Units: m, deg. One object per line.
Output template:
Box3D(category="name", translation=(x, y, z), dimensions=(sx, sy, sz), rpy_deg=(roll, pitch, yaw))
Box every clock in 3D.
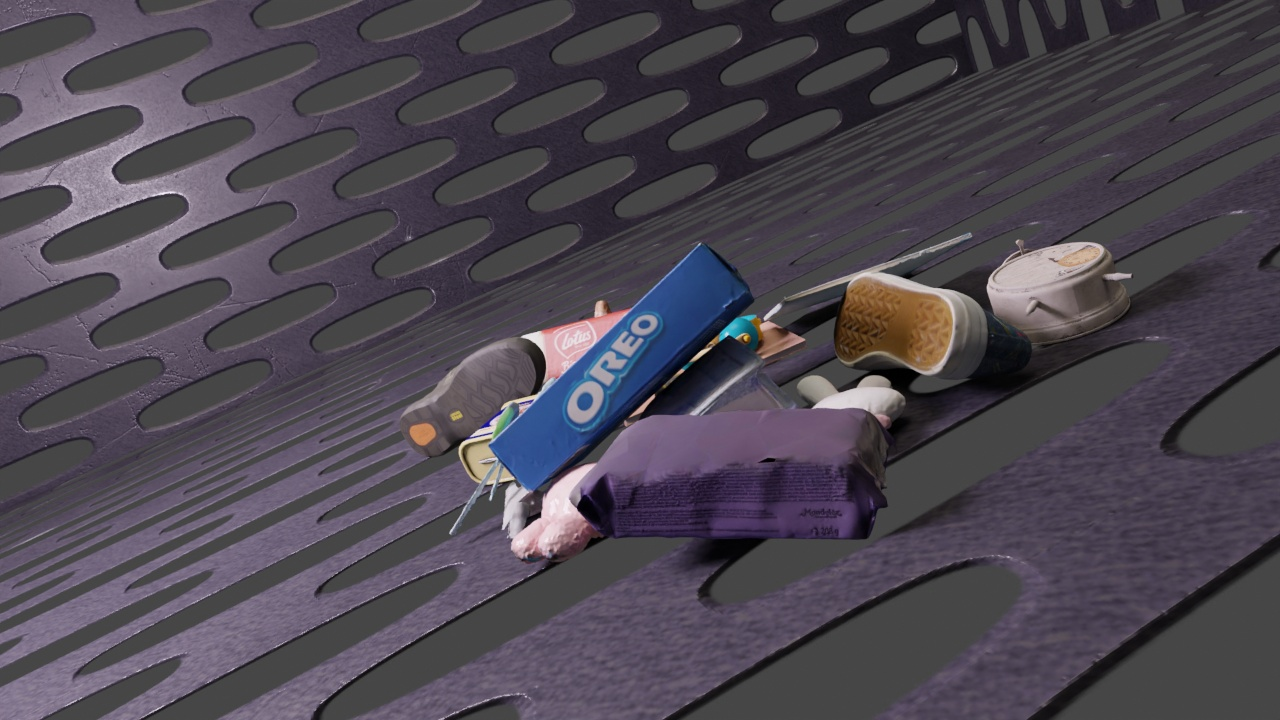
Box3D(category="clock", translation=(0.088, -0.021, 1.008), dimensions=(0.099, 0.044, 0.129), rpy_deg=(-16, 8, 26))
Box3D(category="clock", translation=(0.336, -0.066, 0.769), dimensions=(0.103, 0.061, 0.156), rpy_deg=(-21, 15, 8))

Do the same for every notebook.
Box3D(category="notebook", translation=(0.069, 0.010, 1.024), dimensions=(0.209, 0.008, 0.141), rpy_deg=(-24, 13, -3))
Box3D(category="notebook", translation=(0.224, -0.081, 0.960), dimensions=(0.181, 0.009, 0.253), rpy_deg=(-19, -3, 3))

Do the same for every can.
Box3D(category="can", translation=(-0.120, 0.080, 0.960), dimensions=(0.116, 0.056, 0.092), rpy_deg=(-14, 17, 32))

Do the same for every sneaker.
Box3D(category="sneaker", translation=(0.234, -0.026, 0.763), dimensions=(0.079, 0.087, 0.235), rpy_deg=(8, 4, -11))
Box3D(category="sneaker", translation=(-0.179, 0.033, 1.136), dimensions=(0.239, 0.101, 0.142), rpy_deg=(-30, 8, 35))

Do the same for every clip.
Box3D(category="clip", translation=(-0.101, 0.118, 0.824), dimensions=(0.055, 0.045, 0.101), rpy_deg=(-35, 14, 1))

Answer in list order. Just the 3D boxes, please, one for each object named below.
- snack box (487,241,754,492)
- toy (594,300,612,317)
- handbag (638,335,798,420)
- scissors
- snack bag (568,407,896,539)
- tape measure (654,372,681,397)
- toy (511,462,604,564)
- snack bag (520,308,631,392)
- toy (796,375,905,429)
Box3D(category="snack box", translation=(-0.005, 0.005, 0.797), dimensions=(0.239, 0.056, 0.195), rpy_deg=(-43, -5, 7))
Box3D(category="toy", translation=(-0.059, -0.014, 1.219), dimensions=(0.105, 0.074, 0.085), rpy_deg=(-49, -3, -16))
Box3D(category="handbag", translation=(0.059, 0.048, 0.778), dimensions=(0.126, 0.069, 0.158), rpy_deg=(-40, 12, 2))
Box3D(category="scissors", translation=(-0.121, 0.083, 0.838), dimensions=(0.171, 0.023, 0.172), rpy_deg=(-60, -2, -38))
Box3D(category="snack bag", translation=(0.061, 0.072, 0.613), dimensions=(0.206, 0.058, 0.096), rpy_deg=(-4, 21, 20))
Box3D(category="tape measure", translation=(0.046, 0.035, 0.910), dimensions=(0.062, 0.034, 0.061), rpy_deg=(-11, 19, 8))
Box3D(category="toy", translation=(-0.048, 0.118, 0.704), dimensions=(0.109, 0.053, 0.104), rpy_deg=(-12, 24, 48))
Box3D(category="snack bag", translation=(-0.049, -0.017, 1.150), dimensions=(0.226, 0.077, 0.041), rpy_deg=(-12, -16, 23))
Box3D(category="toy", translation=(0.161, 0.039, 0.700), dimensions=(0.079, 0.038, 0.122), rpy_deg=(-7, 16, 11))
